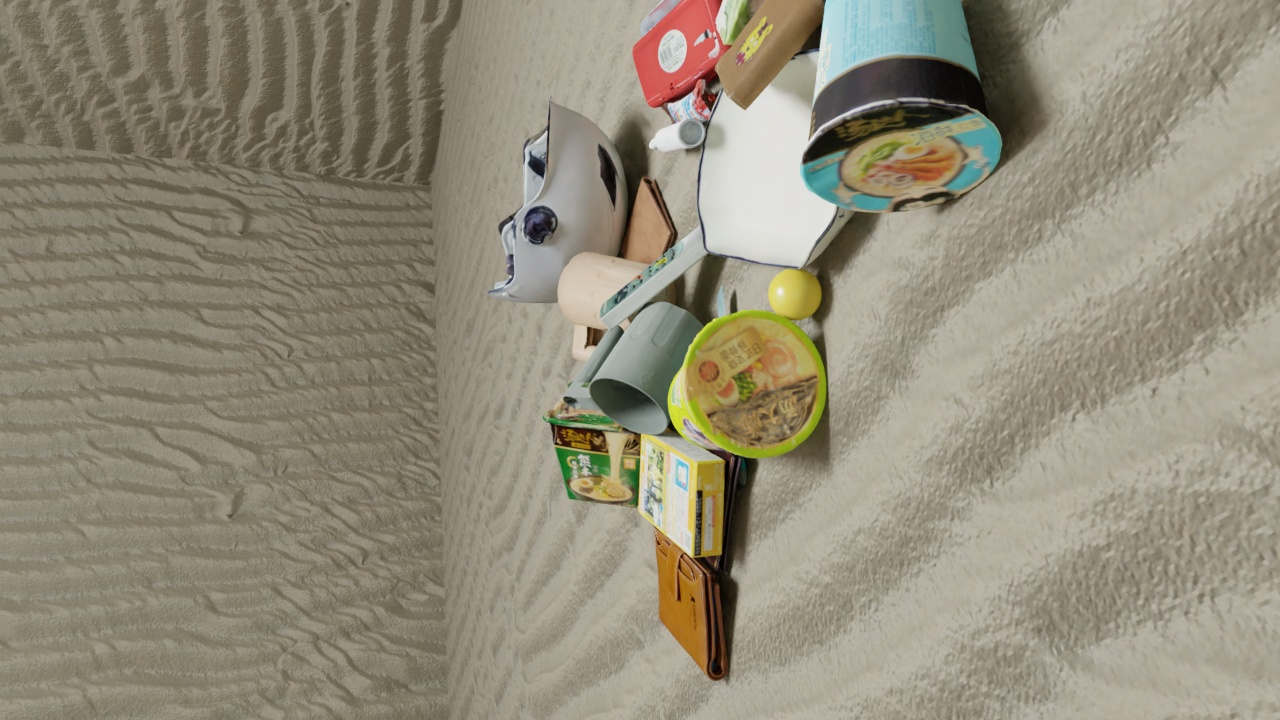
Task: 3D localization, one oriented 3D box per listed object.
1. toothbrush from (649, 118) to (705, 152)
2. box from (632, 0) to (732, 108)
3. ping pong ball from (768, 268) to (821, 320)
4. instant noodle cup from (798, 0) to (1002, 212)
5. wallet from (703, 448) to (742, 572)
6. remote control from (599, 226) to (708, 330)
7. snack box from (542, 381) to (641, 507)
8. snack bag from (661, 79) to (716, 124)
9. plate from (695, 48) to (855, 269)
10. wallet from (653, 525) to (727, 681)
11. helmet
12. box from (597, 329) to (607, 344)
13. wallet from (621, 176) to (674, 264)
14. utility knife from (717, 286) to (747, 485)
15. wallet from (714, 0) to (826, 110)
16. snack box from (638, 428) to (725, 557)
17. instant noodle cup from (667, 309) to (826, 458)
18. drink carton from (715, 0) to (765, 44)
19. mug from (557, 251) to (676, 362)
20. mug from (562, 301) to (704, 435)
[{"bbox_3d":[0.031,-0.228,0.945,0.221,0.026,0.027,-129,58,-77],"label":"toothbrush"},{"bbox_3d":[0.050,-0.345,0.911,0.201,0.069,0.157,179,97,-70],"label":"box"},{"bbox_3d":[0.118,-0.050,0.699,0.040,0.040,0.040,-178,91,-71],"label":"ping pong ball"},{"bbox_3d":[0.150,-0.166,0.544,0.111,0.111,0.120,133,144,-62],"label":"instant noodle cup"},{"bbox_3d":[0.064,0.119,0.849,0.096,0.020,0.122,-128,39,-59],"label":"wallet"},{"bbox_3d":[0.016,-0.083,0.898,0.135,0.019,0.056,-38,15,14],"label":"remote control"},{"bbox_3d":[-0.035,0.092,0.983,0.118,0.117,0.106,-53,-34,-65],"label":"snack box"},{"bbox_3d":[0.053,-0.253,0.925,0.045,0.026,0.105,50,166,-13],"label":"snack bag"},{"bbox_3d":[0.111,-0.159,0.744,0.266,0.034,0.162,-152,67,-69],"label":"plate"},{"bbox_3d":[0.046,0.222,0.876,0.131,0.035,0.119,-155,56,-70],"label":"wallet"},{"bbox_3d":[-0.089,-0.184,1.148,0.228,0.146,0.259,-99,29,-59],"label":"helmet"},{"bbox_3d":[-0.044,0.030,1.101,0.086,0.075,0.162,23,115,37],"label":"box"},{"bbox_3d":[0.009,-0.139,1.063,0.115,0.020,0.101,-109,28,-43],"label":"wallet"},{"bbox_3d":[0.082,0.022,0.832,0.029,0.013,0.185,143,124,-69],"label":"utility knife"},{"bbox_3d":[0.105,-0.252,0.700,0.115,0.033,0.090,-50,22,24],"label":"wallet"},{"bbox_3d":[0.036,0.119,0.855,0.140,0.033,0.087,-161,70,-67],"label":"snack box"},{"bbox_3d":[0.073,0.027,0.735,0.124,0.111,0.111,140,130,-74],"label":"instant noodle cup"},{"bbox_3d":[0.107,-0.314,0.746,0.123,0.053,0.045,113,152,-47],"label":"drink carton"},{"bbox_3d":[-0.028,-0.051,1.002,0.104,0.084,0.125,15,103,41],"label":"mug"},{"bbox_3d":[-0.005,0.005,0.893,0.124,0.084,0.103,4,51,39],"label":"mug"}]
